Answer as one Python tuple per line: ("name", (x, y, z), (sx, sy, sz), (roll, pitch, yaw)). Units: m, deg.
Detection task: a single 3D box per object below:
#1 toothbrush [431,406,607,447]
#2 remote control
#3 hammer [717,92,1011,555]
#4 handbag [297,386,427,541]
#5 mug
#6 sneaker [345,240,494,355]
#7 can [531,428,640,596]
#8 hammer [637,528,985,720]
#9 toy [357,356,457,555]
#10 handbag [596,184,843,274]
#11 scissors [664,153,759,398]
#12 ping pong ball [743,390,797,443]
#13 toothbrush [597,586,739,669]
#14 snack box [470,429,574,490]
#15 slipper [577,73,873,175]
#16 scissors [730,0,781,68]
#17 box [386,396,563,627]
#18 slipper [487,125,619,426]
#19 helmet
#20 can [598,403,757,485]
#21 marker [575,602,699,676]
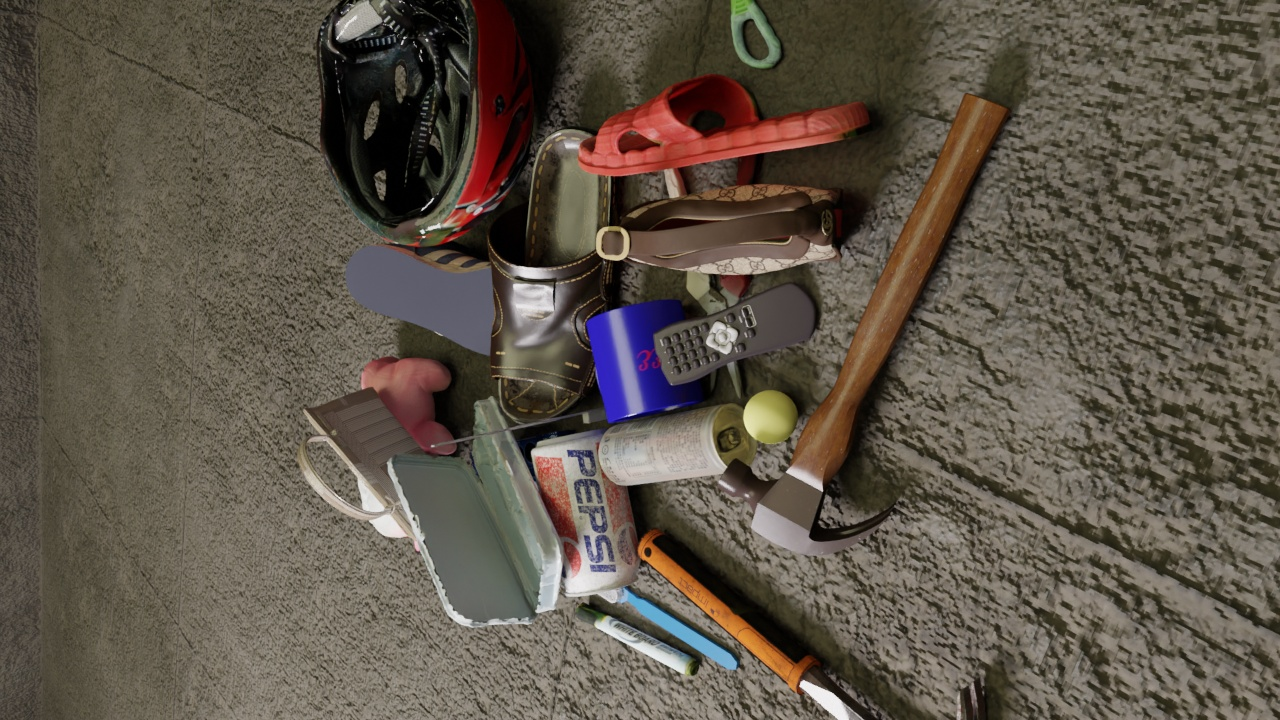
("toothbrush", (-0.095, 0.059, 0.778), (0.010, 0.181, 0.010), (-3, 96, 51))
("remote control", (0.070, -0.020, 0.683), (0.125, 0.009, 0.046), (-20, 86, 16))
("hammer", (0.156, -0.014, 0.606), (0.115, 0.033, 0.323), (27, 110, 18))
("handbag", (-0.262, 0.108, 0.876), (0.062, 0.198, 0.175), (-43, 82, 5))
("mug", (-0.004, 0.004, 0.757), (0.111, 0.079, 0.083), (-22, 79, 57))
("sneaker", (-0.159, -0.064, 0.915), (0.233, 0.118, 0.091), (12, 101, 9))
("can", (-0.047, 0.133, 0.813), (0.078, 0.078, 0.136), (-16, 83, 45))
("hammer", (0.113, 0.215, 0.694), (0.314, 0.034, 0.138), (34, 118, 38))
("toy", (-0.267, 0.102, 1.027), (0.142, 0.084, 0.213), (4, 95, 45))
("handbag", (0.053, -0.089, 0.629), (0.167, 0.138, 0.063), (2, 98, 25))
("scissors", (0.060, -0.078, 0.724), (0.179, 0.015, 0.188), (52, 128, 26))
("ping pong ball", (0.097, 0.042, 0.683), (0.040, 0.040, 0.040), (7, 100, 45))
("toothbrush", (0.018, 0.228, 0.804), (0.167, 0.014, 0.016), (21, 109, 41))
("snack box", (-0.114, 0.119, 0.913), (0.151, 0.027, 0.082), (-16, 82, 46))
("slipper", (0.046, -0.176, 0.665), (0.249, 0.103, 0.059), (6, 113, 43))
("scissors", (0.068, -0.290, 0.688), (0.172, 0.023, 0.168), (1, 102, 47))
("box", (-0.158, 0.142, 0.819), (0.215, 0.124, 0.107), (-123, 28, -44))
("slipper", (-0.077, -0.069, 0.797), (0.113, 0.075, 0.268), (13, 101, 12))
("helmet", (-0.194, -0.235, 0.848), (0.218, 0.166, 0.272), (-10, 82, 34))
("can", (0.027, 0.070, 0.748), (0.136, 0.054, 0.054), (-15, 84, 45))
("marker", (-0.005, 0.251, 0.829), (0.147, 0.017, 0.017), (12, 104, 43))
